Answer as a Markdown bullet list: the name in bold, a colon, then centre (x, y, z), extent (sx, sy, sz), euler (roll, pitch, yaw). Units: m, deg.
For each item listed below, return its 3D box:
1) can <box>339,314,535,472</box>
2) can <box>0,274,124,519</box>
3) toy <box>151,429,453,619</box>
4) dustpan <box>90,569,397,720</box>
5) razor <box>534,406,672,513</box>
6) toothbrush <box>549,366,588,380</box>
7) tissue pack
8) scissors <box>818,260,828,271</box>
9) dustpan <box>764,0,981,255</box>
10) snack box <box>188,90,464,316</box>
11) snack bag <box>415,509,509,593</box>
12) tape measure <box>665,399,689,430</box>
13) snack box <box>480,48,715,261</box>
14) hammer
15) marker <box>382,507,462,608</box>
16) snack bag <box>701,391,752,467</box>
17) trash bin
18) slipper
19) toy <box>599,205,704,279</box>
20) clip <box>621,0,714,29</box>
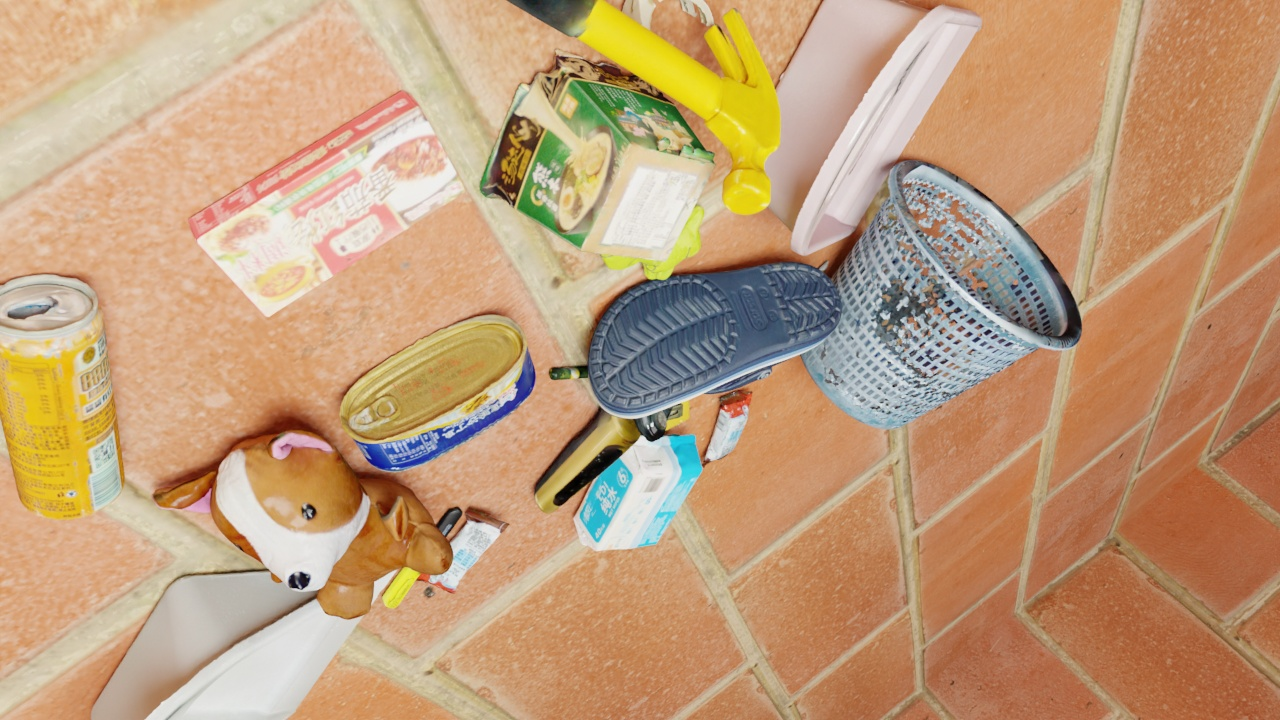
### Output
- **can**: centre (-0.149, 0.024, 0.692), extent (0.148, 0.074, 0.049), euler (-31, 146, -15)
- **can**: centre (-0.340, 0.025, 0.536), extent (0.058, 0.058, 0.146), euler (-12, 135, -34)
- **toy**: centre (-0.241, 0.123, 0.683), extent (0.140, 0.130, 0.199), euler (-29, 135, 6)
- **dustpan**: centre (-0.327, 0.281, 0.744), extent (0.257, 0.142, 0.223), euler (19, 114, -48)
- **razor**: centre (-0.038, 0.084, 0.866), extent (0.168, 0.067, 0.062), euler (-45, 143, 16)
- **toothbrush**: centre (-0.005, 0.005, 0.851), extent (0.185, 0.012, 0.017), euler (-4, 124, -39)
- **tissue pack**: centre (-0.004, 0.133, 0.940), extent (0.089, 0.063, 0.140), euler (3, 124, -42)
- **scissors**: centre (0.127, -0.030, 0.924), extent (0.165, 0.012, 0.155), euler (-16, 137, -39)
- **dustpan**: centre (0.198, -0.176, 0.739), extent (0.272, 0.139, 0.223), euler (0, 127, -41)
- **snack box**: centre (-0.190, -0.096, 0.571), extent (0.152, 0.025, 0.075), euler (-34, 143, -9)
- **snack bag**: centre (-0.171, 0.184, 0.874), extent (0.048, 0.026, 0.104), euler (29, 106, -28)
- **tape measure**: centre (0.024, 0.047, 0.906), extent (0.057, 0.029, 0.060), euler (-26, 141, -19)
- **snack box**: centre (-0.022, -0.127, 0.621), extent (0.118, 0.105, 0.118), euler (1, 127, -41)
- **hammer**: centre (-0.034, -0.197, 0.521), extent (0.300, 0.128, 0.033), euler (23, 149, -30)
- **marker**: centre (-0.203, 0.185, 0.857), extent (0.018, 0.015, 0.124), euler (23, 109, -46)
- **snack bag**: centre (0.095, 0.076, 1.001), extent (0.045, 0.026, 0.105), euler (-23, 142, -37)
- **trash bin**: centre (0.265, -0.044, 0.886), extent (0.226, 0.226, 0.196), euler (-1, 144, -41)
- **slipper**: centre (0.061, -0.021, 0.820), extent (0.252, 0.105, 0.095), euler (-20, 161, -21)
- **toy**: centre (0.011, -0.102, 0.740), extent (0.096, 0.031, 0.100), euler (-41, 147, -6)
- **clip**: centre (-0.001, -0.227, 0.598), extent (0.102, 0.035, 0.094), euler (9, 120, -41)
